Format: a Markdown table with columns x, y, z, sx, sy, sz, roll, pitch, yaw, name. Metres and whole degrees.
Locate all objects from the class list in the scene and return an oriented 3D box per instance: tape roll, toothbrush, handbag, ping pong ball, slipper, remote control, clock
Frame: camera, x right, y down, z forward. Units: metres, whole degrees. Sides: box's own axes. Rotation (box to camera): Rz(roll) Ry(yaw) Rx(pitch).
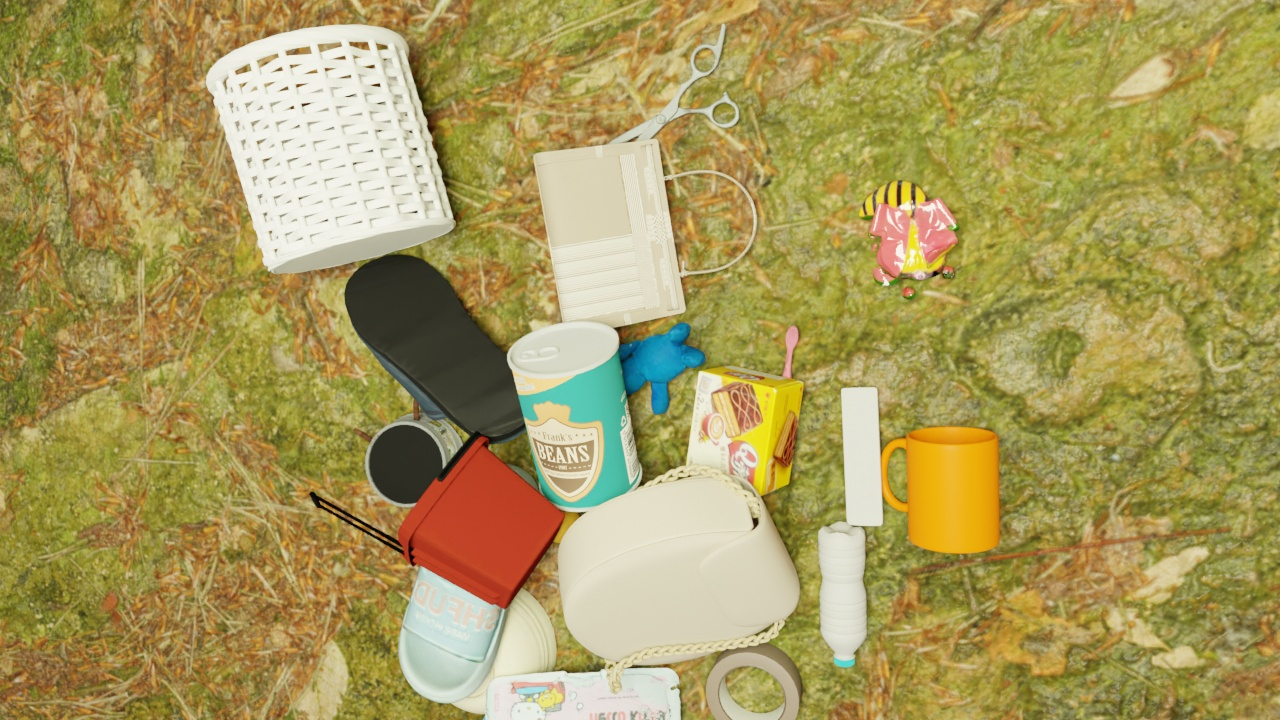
| x | y | z | sx | sy | sz | roll | pitch | yaw | name |
| --- | --- | --- | --- | --- | --- | --- | --- | --- | --- |
| 0.115 | 0.333 | 0.925 | 0.094 | 0.030 | 0.094 | 2 | 99 | 16 | tape roll |
| 0.139 | 0.032 | 0.883 | 0.022 | 0.016 | 0.135 | 10 | 103 | 16 | toothbrush |
| 0.033 | 0.205 | 0.844 | 0.209 | 0.103 | 0.211 | -21 | 135 | 8 | handbag |
| -0.082 | 0.170 | 0.956 | 0.040 | 0.040 | 0.040 | 2 | 99 | 16 | ping pong ball |
| 0.012 | -0.125 | 0.878 | 0.198 | 0.062 | 0.175 | -8 | 97 | 12 | handbag |
| -0.177 | 0.218 | 0.931 | 0.104 | 0.074 | 0.245 | 16 | 73 | 15 | slipper |
| 0.209 | 0.090 | 0.863 | 0.033 | 0.012 | 0.131 | -2 | 92 | 24 | remote control |
| -0.206 | 0.000 | 0.940 | 0.265 | 0.108 | 0.084 | 43 | 151 | 22 | slipper |
| -0.237 | 0.121 | 0.987 | 0.104 | 0.056 | 0.148 | -27 | 85 | 10 | clock |

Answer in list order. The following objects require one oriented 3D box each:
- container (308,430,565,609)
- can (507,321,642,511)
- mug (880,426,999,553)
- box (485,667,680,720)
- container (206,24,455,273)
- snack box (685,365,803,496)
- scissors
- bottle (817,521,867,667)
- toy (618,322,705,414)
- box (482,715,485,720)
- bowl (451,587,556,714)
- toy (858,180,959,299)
| x | y | z | sx | sy | sz | roll | pitch | yaw | name |
| --- | --- | --- | --- | --- | --- | --- | --- | --- | --- |
| -0.182 | 0.135 | 0.852 | 0.201 | 0.148 | 0.126 | 34 | 65 | 4 | container |
| -0.058 | 0.051 | 0.840 | 0.099 | 0.099 | 0.144 | 0 | 119 | 17 | can |
| 0.266 | 0.113 | 0.831 | 0.113 | 0.077 | 0.096 | 3 | 100 | 45 | mug |
| -0.054 | 0.369 | 0.909 | 0.201 | 0.111 | 0.101 | 0 | 91 | -7 | box |
| -0.294 | -0.198 | 0.889 | 0.190 | 0.189 | 0.187 | -14 | 95 | 18 | container |
| 0.097 | 0.065 | 0.866 | 0.084 | 0.061 | 0.106 | 14 | 103 | 32 | snack box |
| 0.025 | -0.247 | 0.874 | 0.153 | 0.014 | 0.131 | -2 | 107 | 15 | scissors |
| 0.194 | 0.225 | 0.878 | 0.044 | 0.044 | 0.136 | -1 | 98 | 17 | bottle |
| -0.005 | 0.005 | 0.890 | 0.177 | 0.070 | 0.113 | -31 | 90 | 39 | toy |
| -0.139 | 0.487 | 0.985 | 0.175 | 0.060 | 0.232 | 31 | 108 | -12 | box |
| -0.173 | 0.317 | 0.987 | 0.151 | 0.075 | 0.151 | 3 | 99 | 17 | bowl |
| 0.239 | -0.111 | 0.818 | 0.084 | 0.046 | 0.103 | -29 | 84 | 32 | toy |
